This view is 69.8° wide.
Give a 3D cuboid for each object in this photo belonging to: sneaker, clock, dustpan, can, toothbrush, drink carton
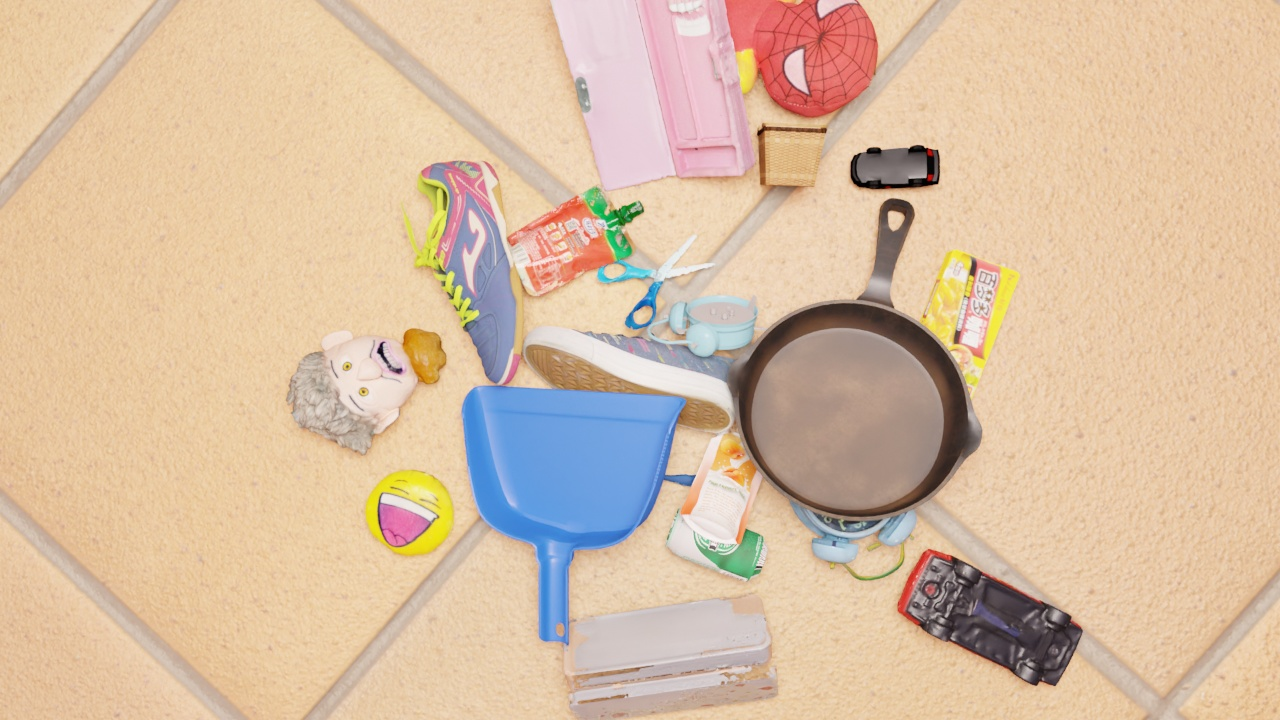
[{"bbox_3d":[-0.186,-0.090,0.966,0.091,0.116,0.241,-8,83,-26],"label":"sneaker"},{"bbox_3d":[0.066,-0.039,0.947,0.123,0.087,0.042,-11,120,-18],"label":"clock"},{"bbox_3d":[-0.077,0.162,0.946,0.246,0.059,0.257,3,96,22],"label":"dustpan"},{"bbox_3d":[-0.006,0.006,0.970,0.235,0.088,0.079,17,54,6],"label":"sneaker"},{"bbox_3d":[0.080,0.193,0.961,0.101,0.053,0.053,21,89,3],"label":"can"},{"bbox_3d":[0.054,0.129,0.984,0.132,0.016,0.021,8,89,0],"label":"toothbrush"},{"bbox_3d":[0.090,0.124,0.952,0.069,0.039,0.122,28,54,-1],"label":"drink carton"},{"bbox_3d":[0.220,0.147,0.952,0.118,0.060,0.162,-24,85,1],"label":"clock"}]

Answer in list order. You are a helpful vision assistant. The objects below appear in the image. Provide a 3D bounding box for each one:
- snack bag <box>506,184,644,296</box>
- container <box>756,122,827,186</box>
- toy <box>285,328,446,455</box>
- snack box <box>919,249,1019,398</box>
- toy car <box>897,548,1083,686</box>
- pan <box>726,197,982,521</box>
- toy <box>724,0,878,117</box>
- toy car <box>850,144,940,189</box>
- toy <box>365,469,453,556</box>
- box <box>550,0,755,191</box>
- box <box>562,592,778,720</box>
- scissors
[{"bbox_3d":[-0.066,-0.133,0.988,0.155,0.044,0.087,-28,83,-3],"label":"snack bag"},{"bbox_3d":[0.153,-0.211,0.947,0.063,0.114,0.061,3,101,3],"label":"container"},{"bbox_3d":[-0.289,0.022,0.976,0.176,0.076,0.132,-30,88,-6],"label":"toy"},{"bbox_3d":[0.336,-0.034,0.970,0.075,0.025,0.152,21,89,3],"label":"snack box"},{"bbox_3d":[0.361,0.266,0.945,0.189,0.056,0.081,27,91,-3],"label":"toy car"},{"bbox_3d":[0.227,-0.007,0.936,0.249,0.043,0.355,15,70,10],"label":"pan"},{"bbox_3d":[0.143,-0.337,0.952,0.216,0.098,0.148,29,104,5],"label":"toy"},{"bbox_3d":[0.270,-0.203,0.974,0.092,0.036,0.042,0,86,12],"label":"toy car"},{"bbox_3d":[-0.247,0.163,0.983,0.095,0.041,0.094,23,93,0],"label":"toy"},{"bbox_3d":[0.017,-0.297,0.935,0.180,0.059,0.233,-1,119,25],"label":"box"},{"bbox_3d":[0.029,0.307,0.958,0.216,0.094,0.107,-9,64,3],"label":"box"},{"bbox_3d":[0.022,-0.081,0.982,0.132,0.015,0.110,-12,67,0],"label":"scissors"}]
